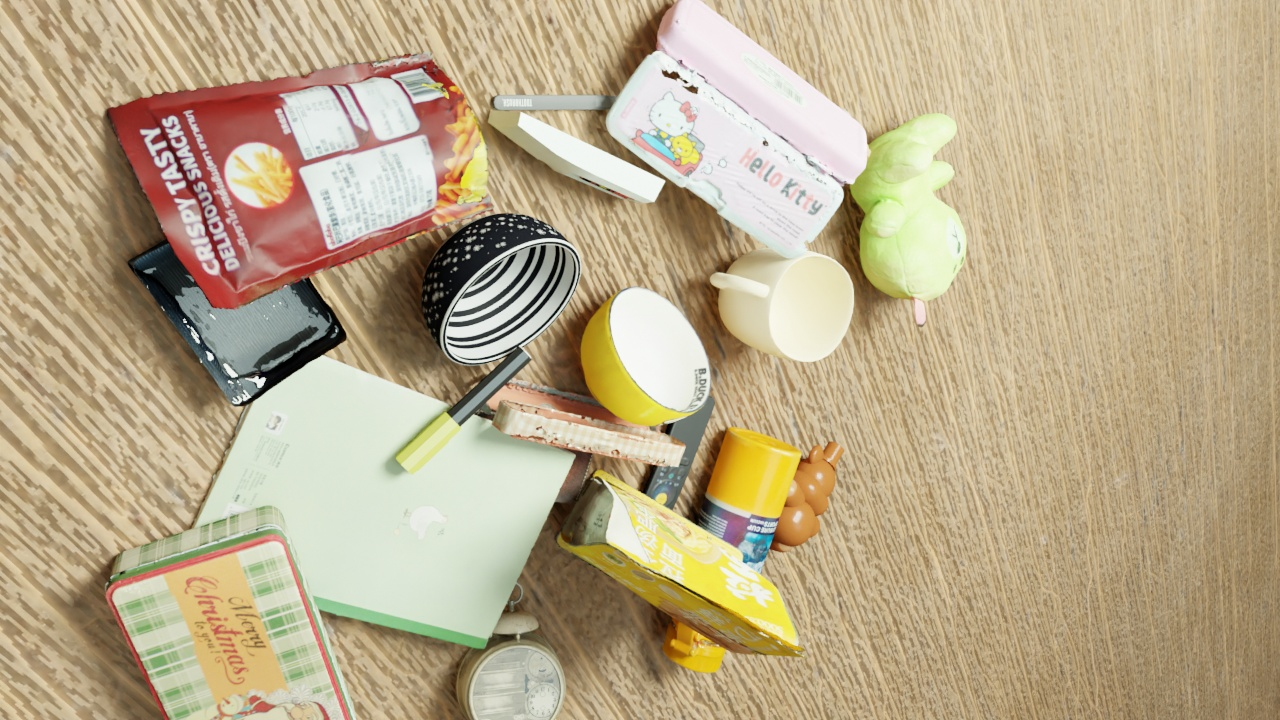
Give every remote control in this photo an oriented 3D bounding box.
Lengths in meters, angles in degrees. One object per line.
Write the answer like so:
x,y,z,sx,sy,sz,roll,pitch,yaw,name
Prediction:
0.026,0.100,0.863,0.041,0.020,0.152,18,95,-39,remote control
-0.047,-0.152,0.705,0.143,0.050,0.024,17,94,-38,remote control

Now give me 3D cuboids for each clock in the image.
-0.109,0.260,0.783,0.093,0.055,0.140,0,85,-17,clock

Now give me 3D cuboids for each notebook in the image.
-0.190,0.112,0.696,0.252,0.010,0.182,25,90,-31,notebook

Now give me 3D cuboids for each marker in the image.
-0.131,0.037,0.688,0.123,0.017,0.021,-44,150,-10,marker

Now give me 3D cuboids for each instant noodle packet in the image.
0.029,0.166,0.728,0.163,0.222,0.084,33,82,-8,instant noodle packet

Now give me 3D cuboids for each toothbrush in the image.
-0.039,-0.202,0.720,0.167,0.013,0.013,-10,110,-31,toothbrush

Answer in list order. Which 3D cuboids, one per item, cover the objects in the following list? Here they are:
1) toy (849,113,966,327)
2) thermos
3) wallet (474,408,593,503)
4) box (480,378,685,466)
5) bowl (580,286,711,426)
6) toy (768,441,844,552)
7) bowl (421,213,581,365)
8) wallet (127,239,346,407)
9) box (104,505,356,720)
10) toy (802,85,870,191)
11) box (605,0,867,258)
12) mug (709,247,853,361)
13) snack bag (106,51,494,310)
0.263,-0.139,0.909,0.149,0.107,0.197,-47,140,-43,toy
0.078,0.184,0.892,0.091,0.076,0.233,14,97,-36,thermos
-0.097,0.081,0.766,0.123,0.019,0.072,14,97,-38,wallet
-0.046,0.053,0.760,0.186,0.082,0.041,16,98,-40,box
-0.005,0.004,0.764,0.117,0.068,0.117,30,43,-33,bowl
0.166,0.137,0.959,0.127,0.065,0.095,-54,136,-20,toy
-0.111,-0.062,0.671,0.120,0.066,0.120,-34,156,-18,bowl
-0.260,-0.040,0.600,0.089,0.026,0.115,-37,118,-22,wallet
-0.280,0.211,0.647,0.117,0.051,0.206,-16,114,-19,box
0.157,-0.201,0.823,0.074,0.085,0.106,-31,104,11,toy
0.088,-0.190,0.732,0.201,0.077,0.146,31,73,-16,box
0.113,-0.057,0.822,0.120,0.100,0.096,17,93,-32,mug
-0.202,-0.125,0.585,0.207,0.067,0.139,-25,92,-33,snack bag
